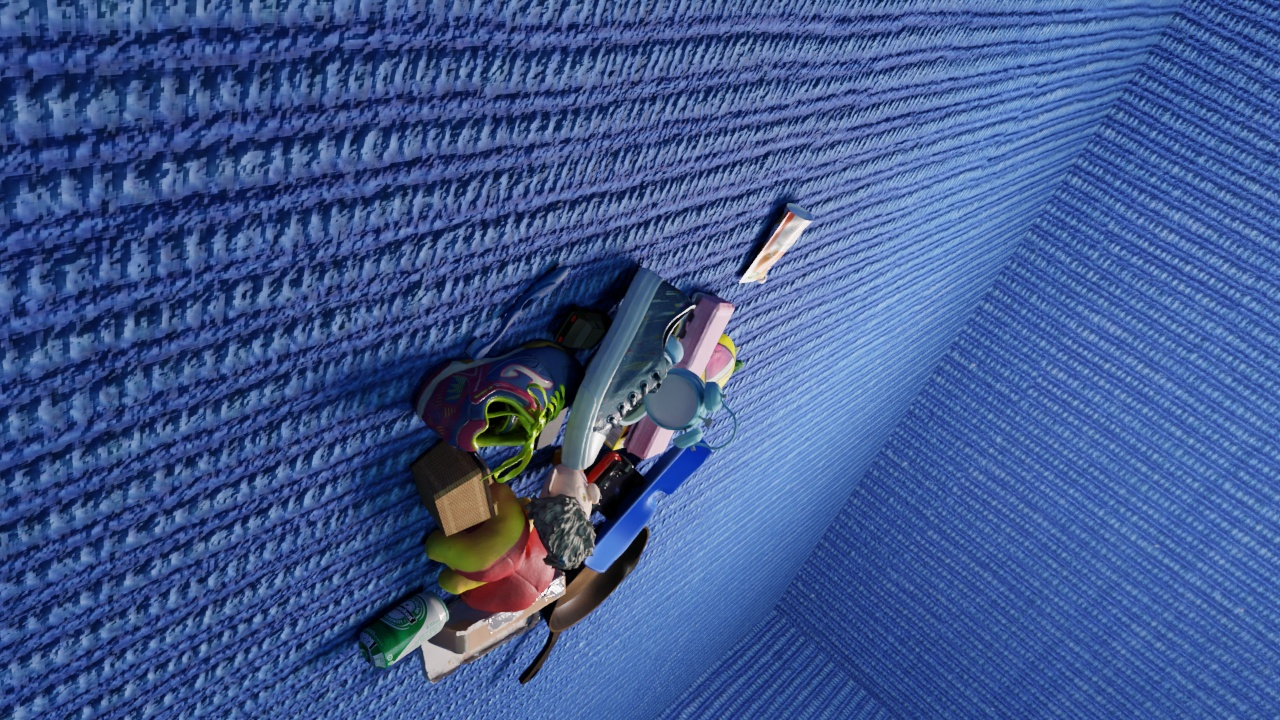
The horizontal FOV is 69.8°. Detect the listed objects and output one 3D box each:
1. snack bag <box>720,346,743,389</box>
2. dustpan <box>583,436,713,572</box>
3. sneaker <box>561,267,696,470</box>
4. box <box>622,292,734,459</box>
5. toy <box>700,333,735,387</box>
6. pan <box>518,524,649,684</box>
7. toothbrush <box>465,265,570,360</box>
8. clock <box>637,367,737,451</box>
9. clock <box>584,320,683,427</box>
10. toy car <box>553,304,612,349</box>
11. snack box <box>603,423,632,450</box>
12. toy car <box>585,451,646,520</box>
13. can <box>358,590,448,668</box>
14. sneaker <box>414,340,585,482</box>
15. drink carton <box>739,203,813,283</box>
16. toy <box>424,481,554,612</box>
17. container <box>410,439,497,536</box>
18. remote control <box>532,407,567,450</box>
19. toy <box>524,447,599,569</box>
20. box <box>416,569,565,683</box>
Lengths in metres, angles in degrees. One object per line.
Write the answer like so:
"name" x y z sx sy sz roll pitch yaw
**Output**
"snack bag" 0.117 0.028 1.398 0.154 0.044 0.087 -30 143 -50
"dustpan" 0.016 0.207 1.417 0.245 0.059 0.257 -48 -178 0
"sneaker" -0.012 0.017 0.996 0.087 0.079 0.235 77 37 -82
"box" 0.049 0.020 1.219 0.233 0.046 0.098 -65 165 12
"toy" 0.097 0.004 1.296 0.095 0.041 0.094 -38 130 -28
"pan" -0.114 0.399 1.530 0.356 0.043 0.248 -56 157 14
"toothbrush" -0.115 -0.048 0.875 0.132 0.016 0.021 -46 158 -17
"clock" 0.056 0.056 1.058 0.087 0.123 0.042 -60 165 11
"clock" -0.007 0.006 1.103 0.162 0.060 0.118 -58 155 9
"toy car" -0.057 -0.031 0.978 0.042 0.036 0.091 -56 157 14
"snack box" 0.009 0.079 1.287 0.152 0.025 0.075 -8 132 -59
"toy car" -0.044 0.173 1.285 0.081 0.056 0.189 -49 165 -6
"can" -0.280 0.318 1.084 0.100 0.053 0.053 -30 150 -39
"sneaker" -0.117 0.050 0.922 0.241 0.091 0.116 -10 132 -58
"drink carton" 0.182 -0.152 1.247 0.069 0.039 0.122 -13 143 -55
"toy" -0.173 0.242 1.119 0.147 0.099 0.216 -36 150 -14
"container" -0.193 0.131 0.951 0.061 0.063 0.114 -31 152 -23
"remote control" -0.099 0.055 1.069 0.039 0.010 0.125 -22 144 -48
"toy" -0.086 0.174 1.108 0.076 0.175 0.133 -7 131 6
"box" -0.193 0.346 1.241 0.108 0.095 0.215 -23 177 36
